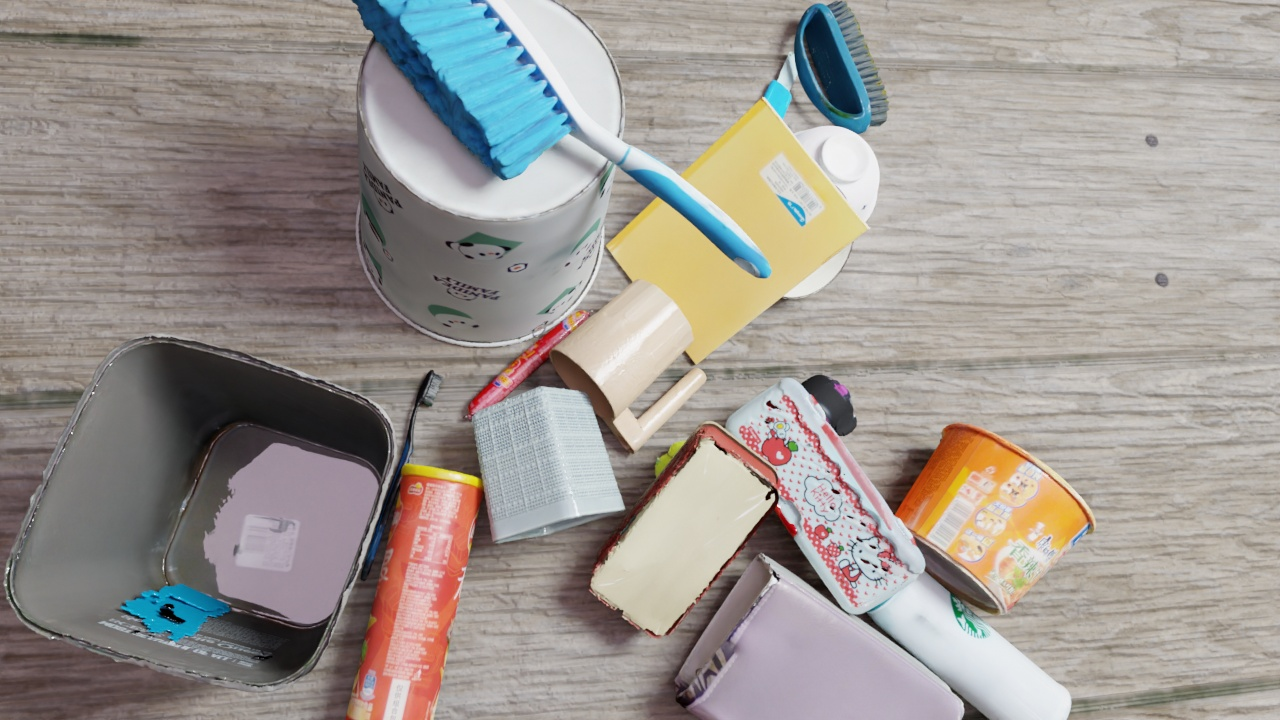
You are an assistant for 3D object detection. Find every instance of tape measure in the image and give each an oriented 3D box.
[{"bbox_3d":[0.170,0.042,0.854,0.039,0.057,0.058,-36,100,-22],"label":"tape measure"}]

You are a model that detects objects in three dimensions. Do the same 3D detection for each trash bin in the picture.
[{"bbox_3d":[-0.288,0.116,0.668,0.199,0.220,0.198,19,74,-6],"label":"trash bin"},{"bbox_3d":[-0.123,-0.150,0.741,0.229,0.252,0.229,2,77,-11],"label":"trash bin"}]

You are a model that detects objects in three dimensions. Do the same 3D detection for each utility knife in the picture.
[{"bbox_3d":[0.126,-0.238,0.930,0.034,0.018,0.185,25,73,-4],"label":"utility knife"}]

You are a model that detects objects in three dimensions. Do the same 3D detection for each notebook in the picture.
[{"bbox_3d":[0.079,-0.109,0.821,0.146,0.207,0.010,52,30,4],"label":"notebook"}]

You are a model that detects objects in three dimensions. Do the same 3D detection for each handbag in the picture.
[{"bbox_3d":[0.145,0.279,0.773,0.197,0.098,0.145,36,87,-2],"label":"handbag"}]

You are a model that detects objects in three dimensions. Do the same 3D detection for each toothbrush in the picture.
[{"bbox_3d":[-0.207,0.098,0.795,0.016,0.014,0.189,23,73,-29],"label":"toothbrush"}]

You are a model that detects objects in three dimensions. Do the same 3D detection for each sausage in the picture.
[{"bbox_3d":[-0.101,0.002,0.833,0.155,0.020,0.020,-42,88,-16],"label":"sausage"}]

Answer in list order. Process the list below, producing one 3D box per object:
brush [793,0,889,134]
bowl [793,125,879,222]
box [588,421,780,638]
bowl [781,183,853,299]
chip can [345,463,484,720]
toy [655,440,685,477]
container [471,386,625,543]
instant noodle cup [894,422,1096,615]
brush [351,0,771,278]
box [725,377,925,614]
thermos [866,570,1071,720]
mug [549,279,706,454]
[{"bbox_3d":[0.197,-0.297,0.937,0.073,0.055,0.144,-19,82,-15],"label":"brush"},{"bbox_3d":[0.192,-0.188,0.906,0.118,0.065,0.118,3,76,-11],"label":"bowl"},{"bbox_3d":[0.034,0.141,0.761,0.091,0.077,0.168,37,101,-1],"label":"box"},{"bbox_3d":[0.136,-0.122,0.869,0.116,0.066,0.116,-7,110,-18],"label":"bowl"},{"bbox_3d":[-0.181,0.196,0.746,0.073,0.073,0.216,12,75,-8],"label":"chip can"},{"bbox_3d":[0.061,0.104,0.833,0.100,0.031,0.096,27,74,-8],"label":"toy"},{"bbox_3d":[-0.080,0.086,0.769,0.090,0.089,0.111,-21,77,23],"label":"container"},{"bbox_3d":[0.302,0.145,0.814,0.151,0.151,0.111,41,81,1],"label":"instant noodle cup"},{"bbox_3d":[-0.049,-0.148,0.599,0.109,0.061,0.314,-40,90,-20],"label":"brush"},{"bbox_3d":[0.155,0.112,0.782,0.087,0.047,0.201,-40,71,19],"label":"box"},{"bbox_3d":[0.276,0.245,0.821,0.224,0.073,0.073,40,73,1],"label":"thermos"},{"bbox_3d":[-0.005,0.005,0.825,0.103,0.084,0.124,-43,112,-18],"label":"mug"}]
